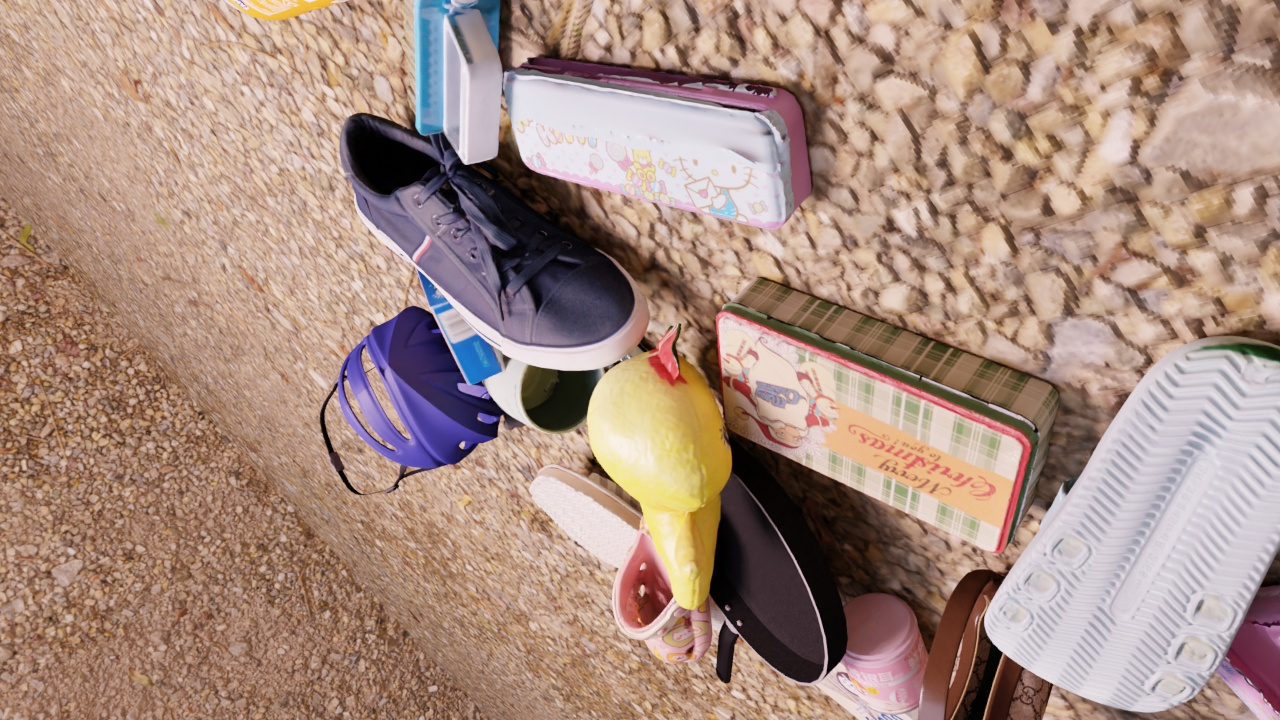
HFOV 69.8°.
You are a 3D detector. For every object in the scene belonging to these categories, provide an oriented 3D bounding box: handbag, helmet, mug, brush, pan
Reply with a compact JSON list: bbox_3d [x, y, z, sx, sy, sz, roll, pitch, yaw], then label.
[{"bbox_3d":[0.212,0.218,0.593,0.063,0.166,0.138,9,151,46],"label":"handbag"},{"bbox_3d":[-0.240,0.049,0.893,0.147,0.228,0.241,62,-170,10],"label":"helmet"},{"bbox_3d":[-0.082,0.021,0.816,0.111,0.084,0.104,31,171,-33],"label":"mug"},{"bbox_3d":[-0.113,-0.198,0.574,0.075,0.055,0.136,55,151,27],"label":"brush"},{"bbox_3d":[0.088,0.199,0.797,0.225,0.034,0.357,49,156,34],"label":"pan"}]

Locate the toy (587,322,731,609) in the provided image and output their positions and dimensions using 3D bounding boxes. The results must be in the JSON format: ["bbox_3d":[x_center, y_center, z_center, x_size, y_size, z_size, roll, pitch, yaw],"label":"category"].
[{"bbox_3d":[0.019,0.078,0.651,0.133,0.092,0.208,-117,9,-68],"label":"toy"}]

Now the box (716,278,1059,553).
[{"bbox_3d":[0.142,0.031,0.568,0.206,0.050,0.118,25,146,30],"label":"box"}]

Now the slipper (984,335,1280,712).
[{"bbox_3d":[0.263,0.088,0.469,0.104,0.074,0.246,28,131,25],"label":"slipper"}]

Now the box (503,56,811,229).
[{"bbox_3d":[0.002,-0.133,0.548,0.214,0.036,0.076,21,143,36],"label":"box"}]

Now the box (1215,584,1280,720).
[{"bbox_3d":[0.384,0.222,0.475,0.230,0.076,0.085,46,151,-2],"label":"box"}]

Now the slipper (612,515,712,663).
[{"bbox_3d":[0.011,0.214,0.837,0.093,0.081,0.198,43,149,39],"label":"slipper"}]

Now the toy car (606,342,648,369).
[{"bbox_3d":[-0.004,0.004,0.739,0.090,0.027,0.039,46,147,3],"label":"toy car"}]

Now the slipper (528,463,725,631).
[{"bbox_3d":[0.010,0.189,0.932,0.272,0.053,0.115,36,149,-1],"label":"slipper"}]

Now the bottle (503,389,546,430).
[{"bbox_3d":[-0.124,0.051,0.946,0.030,0.030,0.113,45,151,0],"label":"bottle"}]

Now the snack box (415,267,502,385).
[{"bbox_3d":[-0.165,-0.057,0.793,0.151,0.034,0.087,-123,12,-49],"label":"snack box"}]

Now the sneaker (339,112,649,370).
[{"bbox_3d":[-0.116,-0.105,0.667,0.294,0.120,0.127,35,162,23],"label":"sneaker"}]

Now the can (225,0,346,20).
[{"bbox_3d":[-0.235,-0.277,0.620,0.143,0.078,0.079,11,137,45],"label":"can"}]

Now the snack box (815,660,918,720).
[{"bbox_3d":[0.227,0.320,0.850,0.150,0.026,0.082,36,149,16],"label":"snack box"}]

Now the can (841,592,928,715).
[{"bbox_3d":[0.195,0.235,0.739,0.067,0.067,0.076,11,137,45],"label":"can"}]
